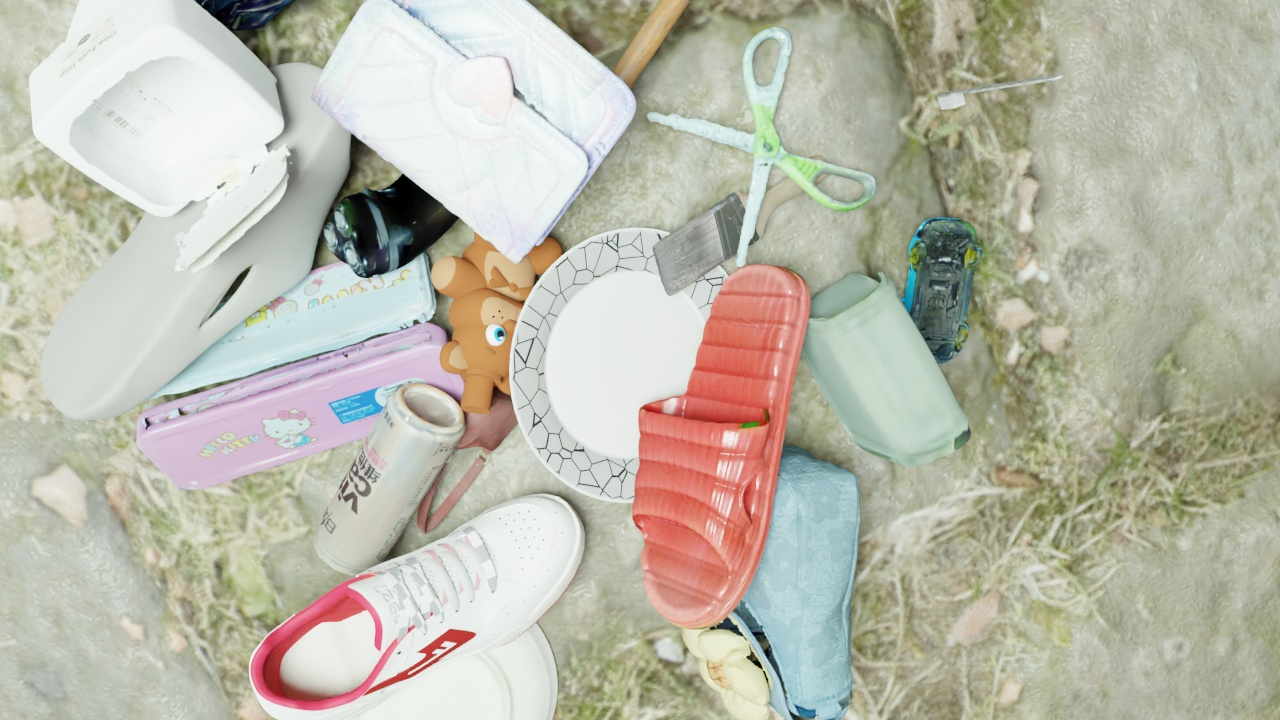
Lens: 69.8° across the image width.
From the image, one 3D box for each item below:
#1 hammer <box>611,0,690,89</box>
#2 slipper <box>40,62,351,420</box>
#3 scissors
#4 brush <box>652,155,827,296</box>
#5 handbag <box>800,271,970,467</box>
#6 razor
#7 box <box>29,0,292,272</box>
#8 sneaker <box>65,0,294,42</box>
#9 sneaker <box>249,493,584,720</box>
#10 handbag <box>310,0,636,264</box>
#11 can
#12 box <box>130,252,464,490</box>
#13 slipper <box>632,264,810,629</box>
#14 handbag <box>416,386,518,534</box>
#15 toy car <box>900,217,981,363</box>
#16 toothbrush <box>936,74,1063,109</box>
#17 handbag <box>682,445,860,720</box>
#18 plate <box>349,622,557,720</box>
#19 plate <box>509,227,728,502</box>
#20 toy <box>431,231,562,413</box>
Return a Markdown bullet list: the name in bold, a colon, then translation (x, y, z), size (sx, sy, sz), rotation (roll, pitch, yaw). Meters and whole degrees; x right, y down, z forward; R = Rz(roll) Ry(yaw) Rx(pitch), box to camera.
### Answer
- **hammer**: translation (0.056, -0.281, 0.590), size (0.162, 0.083, 0.318), rotation (34, 94, -9)
- **slipper**: translation (-0.270, -0.068, 0.599), size (0.113, 0.080, 0.265), rotation (31, 83, 31)
- **scissors**: translation (0.086, -0.147, 0.632), size (0.171, 0.021, 0.172), rotation (15, 87, -15)
- **brush**: translation (0.072, -0.099, 0.640), size (0.151, 0.012, 0.039), rotation (-33, 107, -12)
- **handbag**: translation (0.165, 0.005, 0.634), size (0.067, 0.106, 0.122), rotation (-33, 100, -3)
- **razor**: translation (-0.145, -0.114, 0.604), size (0.053, 0.064, 0.140), rotation (38, 77, 25)
- **box**: translation (-0.259, -0.116, 0.509), size (0.109, 0.134, 0.107), rotation (-31, 145, 9)
- **sneaker**: translation (-0.233, -0.250, 0.568), size (0.127, 0.121, 0.294), rotation (40, 89, -26)
- **sneaker**: translation (-0.145, 0.160, 0.609), size (0.236, 0.104, 0.090), rotation (-27, 72, -9)
- **handbag**: translation (-0.096, -0.152, 0.545), size (0.158, 0.069, 0.126), rotation (38, 98, -12)
- **can**: translation (-0.170, 0.081, 0.622), size (0.054, 0.054, 0.136), rotation (31, 113, -9)
- **box**: translation (-0.236, 0.002, 0.637), size (0.214, 0.090, 0.092), rotation (-18, 141, -3)
- **slipper**: translation (0.043, 0.046, 0.599), size (0.059, 0.104, 0.248), rotation (25, 75, -41)
- **handbag**: translation (-0.128, 0.073, 0.651), size (0.029, 0.055, 0.120), rotation (38, 103, 31)
- **toy car**: translation (0.214, -0.051, 0.665), size (0.048, 0.032, 0.105), rotation (1, 104, -6)
- **toothbrush**: translation (0.220, -0.166, 0.573), size (0.010, 0.181, 0.010), rotation (-21, 103, 3)
- **handbag**: translation (0.086, 0.158, 0.638), size (0.118, 0.122, 0.192), rotation (-4, 103, -24)
- **plate**: translation (-0.153, 0.251, 0.679), size (0.182, 0.034, 0.182), rotation (-1, 99, -5)
- **plate**: translation (-0.004, 0.004, 0.638), size (0.188, 0.016, 0.188), rotation (-2, 96, -27)
- **toy**: translation (-0.096, -0.030, 0.609), size (0.095, 0.065, 0.127), rotation (24, 65, -43)
